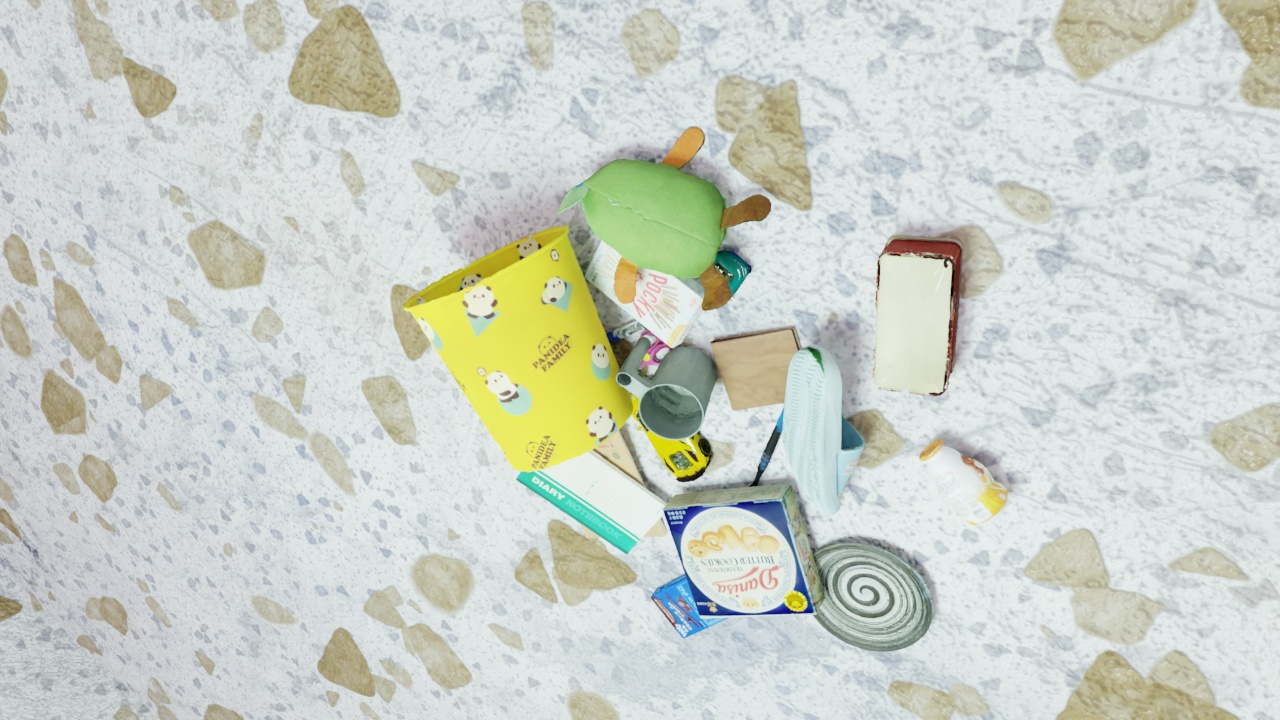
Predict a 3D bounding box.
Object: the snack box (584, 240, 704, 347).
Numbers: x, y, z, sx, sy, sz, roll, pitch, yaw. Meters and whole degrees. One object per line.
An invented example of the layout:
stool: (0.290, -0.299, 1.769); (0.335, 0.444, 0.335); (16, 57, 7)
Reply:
snack box: (0.006, -0.097, 1.171); (0.157, 0.026, 0.085); (40, 125, 15)

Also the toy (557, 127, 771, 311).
toy: (0.027, -0.168, 1.095); (0.247, 0.089, 0.227); (29, 100, 21)

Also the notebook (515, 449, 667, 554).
notebook: (-0.074, 0.195, 1.365); (0.209, 0.012, 0.151); (35, 132, 0)

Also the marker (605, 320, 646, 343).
marker: (0.001, -0.049, 1.219); (0.146, 0.016, 0.017); (-22, 103, 35)

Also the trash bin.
trash bin: (-0.143, -0.012, 1.191); (0.230, 0.228, 0.255); (-14, 110, 33)

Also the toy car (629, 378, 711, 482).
toy car: (0.036, 0.096, 1.262); (0.071, 0.041, 0.156); (-27, 99, 35)

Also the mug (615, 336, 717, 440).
mug: (0.035, 0.028, 1.175); (0.124, 0.103, 0.084); (37, 124, -5)

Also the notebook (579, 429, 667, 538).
notebook: (-0.060, 0.183, 1.362); (0.148, 0.008, 0.208); (-8, 119, 31)

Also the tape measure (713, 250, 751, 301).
tape measure: (0.103, -0.106, 1.128); (0.054, 0.025, 0.058); (37, 126, 5)

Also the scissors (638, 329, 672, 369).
scissors: (-0.007, 0.008, 1.252); (0.057, 0.017, 0.134); (44, 125, -7)

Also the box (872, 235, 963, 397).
box: (0.303, -0.046, 1.018); (0.091, 0.076, 0.168); (7, 118, 24)

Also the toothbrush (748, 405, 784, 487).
toothbrush: (0.168, 0.126, 1.215); (0.014, 0.016, 0.190); (24, 128, 11)

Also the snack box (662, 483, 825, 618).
snack box: (0.142, 0.265, 1.263); (0.178, 0.045, 0.182); (-11, 105, 30)

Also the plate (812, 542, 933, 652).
plate: (0.307, 0.316, 1.242); (0.180, 0.024, 0.180); (14, 122, 24)

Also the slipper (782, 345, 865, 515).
slipper: (0.226, 0.081, 1.120); (0.104, 0.074, 0.246); (-126, 22, -48)

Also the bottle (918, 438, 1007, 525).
bottle: (0.379, 0.142, 1.084); (0.108, 0.063, 0.063); (45, 127, 0)

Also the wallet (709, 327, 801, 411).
wallet: (0.155, 0.011, 1.167); (0.115, 0.020, 0.101); (-10, 111, 30)

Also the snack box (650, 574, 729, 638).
snack box: (0.095, 0.354, 1.374); (0.158, 0.026, 0.084); (-37, 93, 37)
